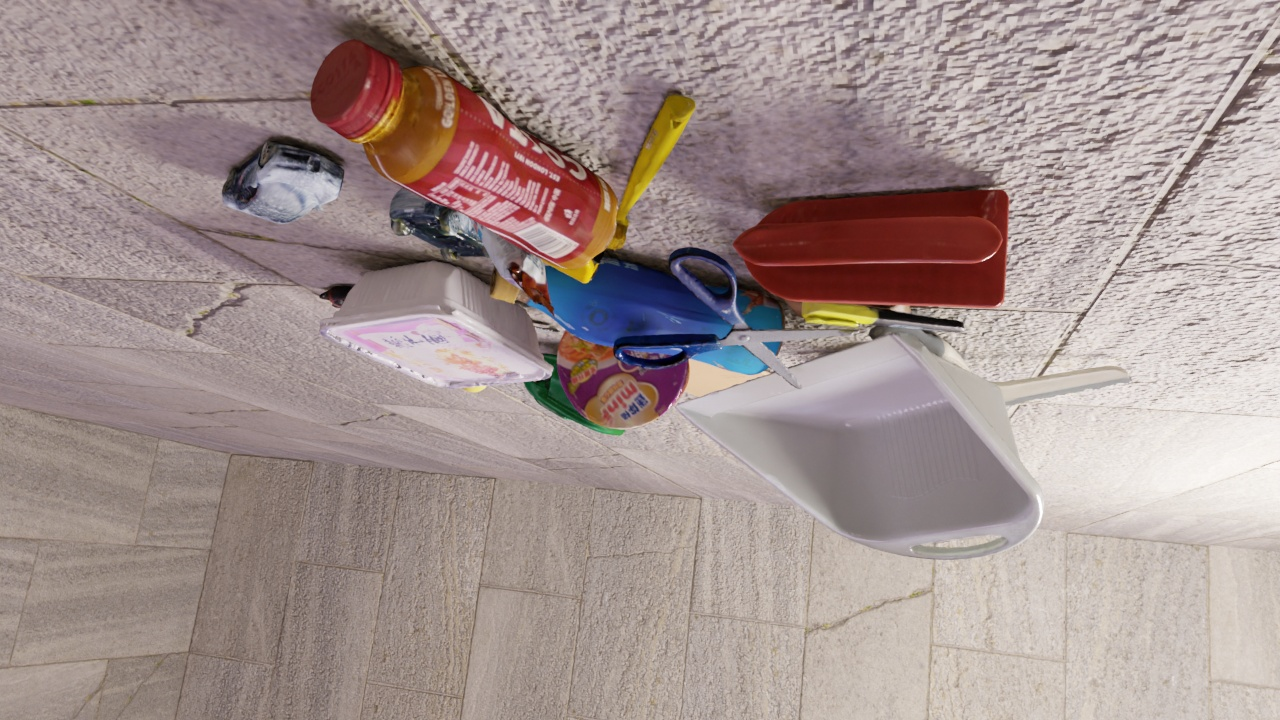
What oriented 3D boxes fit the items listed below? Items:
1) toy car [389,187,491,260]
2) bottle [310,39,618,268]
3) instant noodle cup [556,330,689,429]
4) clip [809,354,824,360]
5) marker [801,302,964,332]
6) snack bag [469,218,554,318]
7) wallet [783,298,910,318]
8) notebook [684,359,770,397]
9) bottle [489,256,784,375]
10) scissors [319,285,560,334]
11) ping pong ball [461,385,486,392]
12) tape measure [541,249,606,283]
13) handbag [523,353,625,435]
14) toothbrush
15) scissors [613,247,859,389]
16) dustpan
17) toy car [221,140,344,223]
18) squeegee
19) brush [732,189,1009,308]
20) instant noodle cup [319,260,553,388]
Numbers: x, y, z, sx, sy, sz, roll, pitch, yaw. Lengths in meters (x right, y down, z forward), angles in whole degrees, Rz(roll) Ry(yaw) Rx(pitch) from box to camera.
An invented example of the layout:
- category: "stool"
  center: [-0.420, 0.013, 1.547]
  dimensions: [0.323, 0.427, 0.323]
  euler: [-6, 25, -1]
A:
- category: "toy car"
  center: [-0.123, -0.088, 0.593]
  dimensions: [0.043, 0.034, 0.090]
  euler: [-2, 167, 23]
- category: "bottle"
  center: [-0.082, -0.100, 0.463]
  dimensions: [0.058, 0.057, 0.174]
  euler: [-2, 165, 34]
- category: "instant noodle cup"
  center: [-0.005, 0.005, 0.801]
  dimensions: [0.112, 0.111, 0.099]
  euler: [3, 177, 14]
- category: "clip"
  center: [0.204, 0.011, 0.868]
  dimensions: [0.101, 0.034, 0.076]
  euler: [-10, 159, 40]
- category: "marker"
  center: [0.163, -0.027, 0.612]
  dimensions: [0.124, 0.015, 0.018]
  euler: [6, 173, -19]
- category: "snack bag"
  center: [-0.079, -0.070, 0.550]
  dimensions: [0.026, 0.105, 0.045]
  euler: [-35, 145, 5]
- category: "wallet"
  center: [0.137, -0.051, 0.631]
  dimensions: [0.090, 0.033, 0.115]
  euler: [4, 169, 22]
- category: "notebook"
  center: [0.059, 0.011, 0.996]
  dimensions: [0.150, 0.012, 0.211]
  euler: [-5, 164, 42]
- category: "bottle"
  center: [-0.001, -0.039, 0.678]
  dimensions: [0.218, 0.065, 0.065]
  euler: [11, 167, -19]
- category: "scissors"
  center: [-0.186, -0.040, 0.885]
  dimensions: [0.177, 0.015, 0.210]
  euler: [-8, 161, 44]
- category: "ping pong ball"
  center: [-0.198, 0.018, 1.089]
  dimensions: [0.040, 0.040, 0.040]
  euler: [6, 168, 1]
- category: "tape measure"
  center: [-0.050, -0.080, 0.593]
  dimensions: [0.060, 0.028, 0.057]
  euler: [27, 165, -3]
- category: "handbag"
  center: [-0.063, 0.032, 1.007]
  dimensions: [0.120, 0.068, 0.131]
  euler: [23, 180, 9]
- category: "toothbrush"
  center: [0.000, -0.099, 0.518]
  dimensions: [0.015, 0.016, 0.190]
  euler: [8, 168, -10]
- category: "scissors"
  center: [0.060, -0.021, 0.631]
  dimensions: [0.176, 0.012, 0.162]
  euler: [-8, 141, 15]
- category: "dustpan"
  center: [0.200, 0.092, 0.756]
  dimensions: [0.257, 0.142, 0.223]
  euler: [10, 158, -41]
- category: "toy car"
  center: [-0.224, -0.106, 0.571]
  dimensions: [0.049, 0.031, 0.106]
  euler: [16, 164, -39]
- category: "squeegee"
  center: [0.248, -0.002, 0.770]
  dimensions: [0.247, 0.039, 0.246]
  euler: [-16, 156, 35]
- category: "brush"
  center: [0.126, -0.062, 0.512]
  dimensions: [0.146, 0.063, 0.069]
  euler: [3, 179, 25]
- category: "instant noodle cup"
  center: [-0.168, -0.030, 0.786]
  dimensions: [0.138, 0.060, 0.173]
  euler: [-5, 158, 26]
